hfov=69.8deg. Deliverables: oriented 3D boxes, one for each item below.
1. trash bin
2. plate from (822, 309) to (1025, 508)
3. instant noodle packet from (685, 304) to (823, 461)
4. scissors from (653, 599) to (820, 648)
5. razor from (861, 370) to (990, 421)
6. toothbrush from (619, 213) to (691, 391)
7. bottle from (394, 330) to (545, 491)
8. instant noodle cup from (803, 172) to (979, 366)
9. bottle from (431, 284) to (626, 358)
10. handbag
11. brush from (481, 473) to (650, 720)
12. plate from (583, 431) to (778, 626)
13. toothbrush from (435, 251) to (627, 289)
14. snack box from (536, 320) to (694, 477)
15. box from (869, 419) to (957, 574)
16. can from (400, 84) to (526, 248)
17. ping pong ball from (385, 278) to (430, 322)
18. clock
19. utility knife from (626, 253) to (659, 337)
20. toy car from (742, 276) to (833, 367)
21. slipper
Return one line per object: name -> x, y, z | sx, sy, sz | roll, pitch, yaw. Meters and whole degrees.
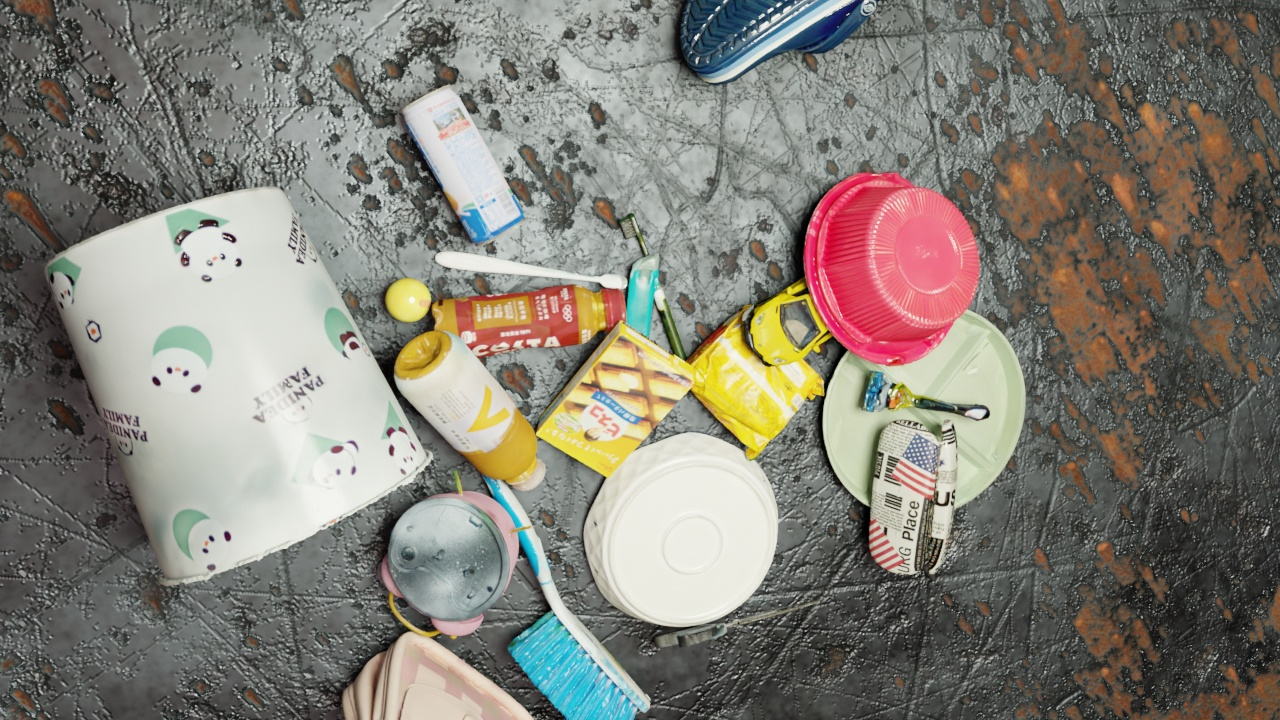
trash bin -> -0.323, 0.011, 0.737 | 0.229, 0.229, 0.252 | -22, 99, -7
plate -> 0.295, 0.053, 0.963 | 0.230, 0.027, 0.230 | -2, 101, -11
instant noodle packet -> 0.110, 0.021, 0.909 | 0.110, 0.044, 0.128 | -45, 108, -6
scissors -> 0.093, 0.267, 0.933 | 0.181, 0.159, 0.014 | -20, 76, 17
razor -> 0.297, 0.045, 0.936 | 0.142, 0.022, 0.043 | 11, 101, -14
toothbrush -> 0.018, -0.054, 0.894 | 0.017, 0.012, 0.186 | -21, 105, -1
bottle -> -0.145, 0.053, 0.827 | 0.068, 0.068, 0.189 | -36, 132, -3
instant noodle cup -> 0.252, -0.094, 0.874 | 0.193, 0.066, 0.193 | 4, 81, -23
bottle -> -0.101, -0.037, 0.848 | 0.175, 0.057, 0.057 | -8, 102, -10
handbag -> -0.175, 0.367, 0.821 | 0.193, 0.234, 0.093 | 44, 91, -16
brush -> -0.093, 0.253, 0.914 | 0.109, 0.060, 0.314 | -41, 104, -7
plate -> 0.047, 0.178, 0.926 | 0.204, 0.045, 0.205 | -3, 103, -12
toothbrush -> -0.102, -0.085, 0.863 | 0.180, 0.016, 0.016 | 7, 93, -10
snack box -> -0.025, 0.039, 0.868 | 0.087, 0.033, 0.141 | 34, 117, -16
box -> 0.278, 0.138, 0.941 | 0.087, 0.076, 0.162 | 8, 104, 15
can -> -0.156, -0.171, 0.813 | 0.053, 0.053, 0.134 | -30, 105, -5
ping pong ball -> -0.210, -0.055, 0.831 | 0.040, 0.040, 0.040 | -2, 101, -11
clock -> -0.181, 0.193, 0.862 | 0.117, 0.059, 0.159 | 36, 101, 4
utility knife -> -0.005, 0.005, 0.895 | 0.029, 0.013, 0.222 | 4, 106, -9
toy car -> 0.166, -0.046, 0.889 | 0.155, 0.041, 0.071 | -30, 99, -28
slipper -> 0.152, -0.332, 0.828 | 0.253, 0.105, 0.095 | -29, 147, 9
